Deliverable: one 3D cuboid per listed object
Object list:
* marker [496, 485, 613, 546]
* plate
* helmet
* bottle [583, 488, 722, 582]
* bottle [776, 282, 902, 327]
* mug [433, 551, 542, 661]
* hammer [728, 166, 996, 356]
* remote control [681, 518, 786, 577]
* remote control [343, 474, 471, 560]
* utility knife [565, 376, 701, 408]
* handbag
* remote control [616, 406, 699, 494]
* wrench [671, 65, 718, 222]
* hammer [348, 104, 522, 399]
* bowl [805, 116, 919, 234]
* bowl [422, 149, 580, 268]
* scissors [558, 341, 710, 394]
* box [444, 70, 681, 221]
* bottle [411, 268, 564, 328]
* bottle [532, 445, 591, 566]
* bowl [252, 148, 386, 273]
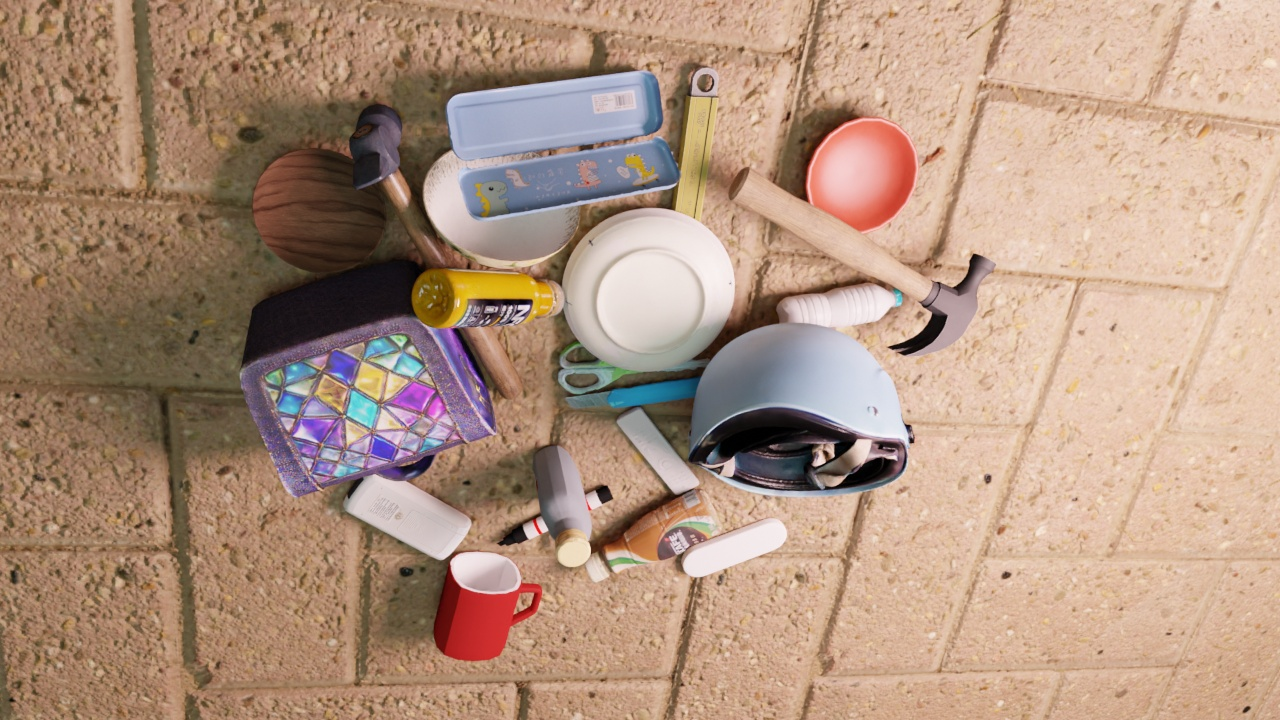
[{"bbox_3d":[-0.101,0.185,1.072,0.145,0.019,0.019,-25,117,1],"label":"marker"},{"bbox_3d":[0.010,-0.065,0.950,0.182,0.034,0.182,-2,115,-5],"label":"plate"},{"bbox_3d":[0.172,0.057,0.973,0.226,0.166,0.265,-6,150,24],"label":"helmet"},{"bbox_3d":[0.012,0.212,1.085,0.167,0.059,0.059,-27,117,2],"label":"bottle"},{"bbox_3d":[0.220,-0.058,1.011,0.136,0.044,0.044,-10,116,-7],"label":"bottle"},{"bbox_3d":[-0.175,0.287,1.072,0.116,0.080,0.097,8,113,-23],"label":"mug"},{"bbox_3d":[0.221,-0.108,0.949,0.305,0.040,0.132,26,98,-19],"label":"hammer"},{"bbox_3d":[0.117,0.233,1.143,0.136,0.013,0.043,-20,117,-2],"label":"remote control"},{"bbox_3d":[-0.261,0.173,1.030,0.138,0.025,0.060,35,104,-21],"label":"remote control"},{"bbox_3d":[0.014,0.034,1.027,0.198,0.015,0.031,-8,122,-12],"label":"utility knife"},{"bbox_3d":[-0.263,0.033,0.906,0.205,0.125,0.222,-17,127,-4],"label":"handbag"},{"bbox_3d":[0.021,0.105,1.061,0.033,0.012,0.131,-28,118,19],"label":"remote control"},{"bbox_3d":[0.044,-0.161,0.941,0.083,0.018,0.274,2,114,-11],"label":"wrench"},{"bbox_3d":[-0.189,-0.081,0.892,0.040,0.129,0.322,-20,127,5],"label":"hammer"},{"bbox_3d":[0.224,-0.194,0.953,0.122,0.035,0.122,-4,115,-10],"label":"bowl"},{"bbox_3d":[-0.135,-0.135,0.875,0.145,0.145,0.063,6,150,-14],"label":"bowl"},{"bbox_3d":[-0.005,0.006,1.012,0.174,0.033,0.065,-3,112,-15],"label":"scissors"},{"bbox_3d":[-0.072,-0.200,0.860,0.209,0.039,0.126,-13,88,-16],"label":"box"},{"bbox_3d":[-0.136,-0.059,0.872,0.053,0.185,0.053,2,94,27],"label":"bottle"},{"bbox_3d":[-0.082,0.160,0.984,0.046,0.161,0.072,-23,117,-1],"label":"bottle"},{"bbox_3d":[-0.302,-0.144,0.870,0.119,0.032,0.119,-4,115,-10],"label":"bowl"}]
